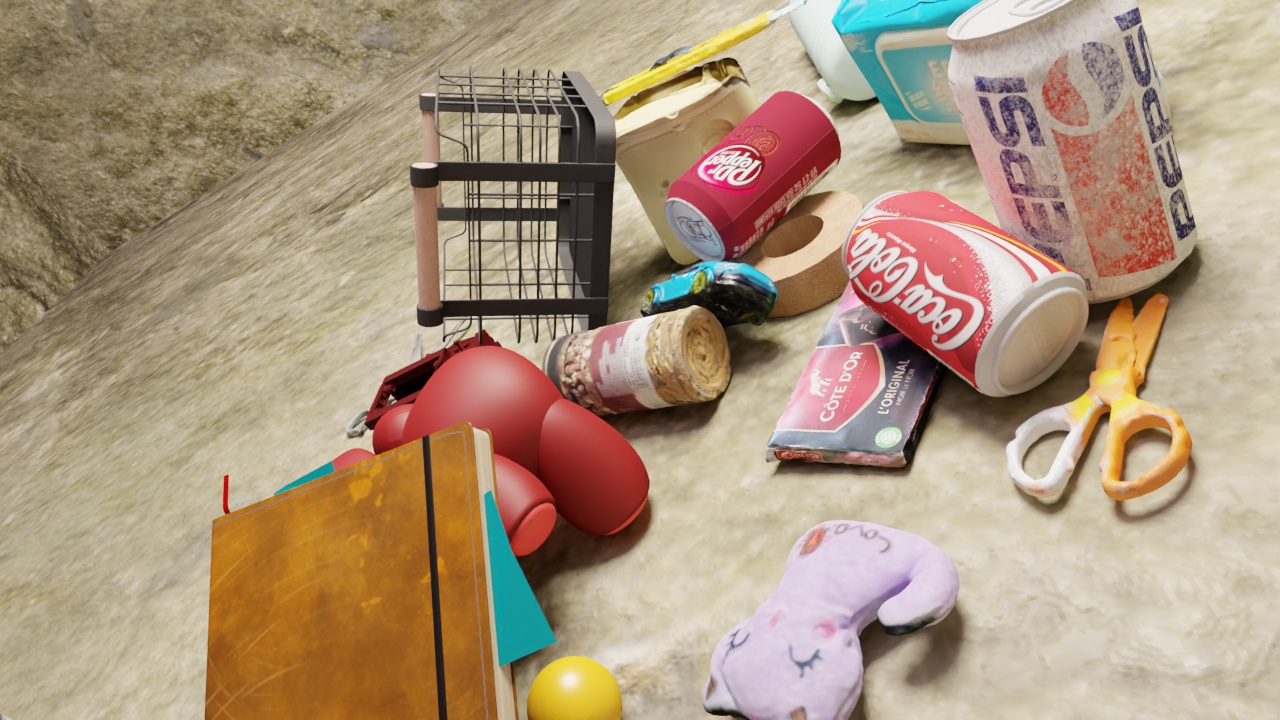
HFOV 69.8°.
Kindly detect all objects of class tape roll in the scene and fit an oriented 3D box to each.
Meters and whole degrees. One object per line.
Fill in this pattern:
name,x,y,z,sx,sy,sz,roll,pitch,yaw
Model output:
tape roll,0.102,-0.069,0.586,0.094,0.027,0.093,-26,30,16

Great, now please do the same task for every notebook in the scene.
notebook,-0.111,0.146,0.366,0.179,0.014,0.249,-21,63,24

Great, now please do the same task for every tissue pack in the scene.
tissue pack,0.214,-0.188,0.558,0.066,0.117,0.209,-47,30,-10

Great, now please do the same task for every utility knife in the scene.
utility knife,0.042,-0.216,0.645,0.176,0.017,0.030,-14,33,29

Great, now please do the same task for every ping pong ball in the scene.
ping pong ball,-0.028,0.145,0.386,0.040,0.040,0.040,-26,30,16

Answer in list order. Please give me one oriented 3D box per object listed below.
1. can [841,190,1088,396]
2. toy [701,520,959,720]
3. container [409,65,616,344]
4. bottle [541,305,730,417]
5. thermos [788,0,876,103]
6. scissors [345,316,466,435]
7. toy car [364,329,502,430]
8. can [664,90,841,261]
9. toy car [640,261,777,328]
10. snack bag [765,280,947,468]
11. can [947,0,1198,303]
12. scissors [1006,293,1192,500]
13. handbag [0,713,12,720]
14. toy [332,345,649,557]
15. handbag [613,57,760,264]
can,0.147,-0.035,0.427,0.064,0.064,0.105,-37,45,-4
toy,0.074,0.102,0.351,0.080,0.036,0.099,3,44,50
container,-0.102,-0.125,0.698,0.130,0.163,0.241,-2,27,-11
bottle,-0.003,0.003,0.559,0.105,0.056,0.056,-11,37,37
thermos,0.174,-0.284,0.797,0.078,0.065,0.206,-48,22,26
scissors,-0.190,0.021,0.773,0.141,0.014,0.171,-42,30,-6
toy car,-0.148,0.032,0.659,0.070,0.062,0.169,-24,30,18
can,0.073,-0.118,0.593,0.114,0.063,0.063,-43,30,-15
toy car,0.040,-0.039,0.564,0.106,0.048,0.032,-18,52,58
snack bag,0.127,-0.006,0.478,0.075,0.018,0.154,-1,45,41
can,0.194,-0.099,0.415,0.078,0.136,0.078,-25,24,12
scissors,0.193,0.011,0.389,0.074,0.012,0.131,-13,32,40
handbag,-0.285,0.203,0.428,0.152,0.176,0.073,-13,37,32
toy,-0.111,0.081,0.488,0.196,0.120,0.158,-40,39,-23
handbag,0.046,-0.148,0.670,0.111,0.119,0.081,-17,32,30
